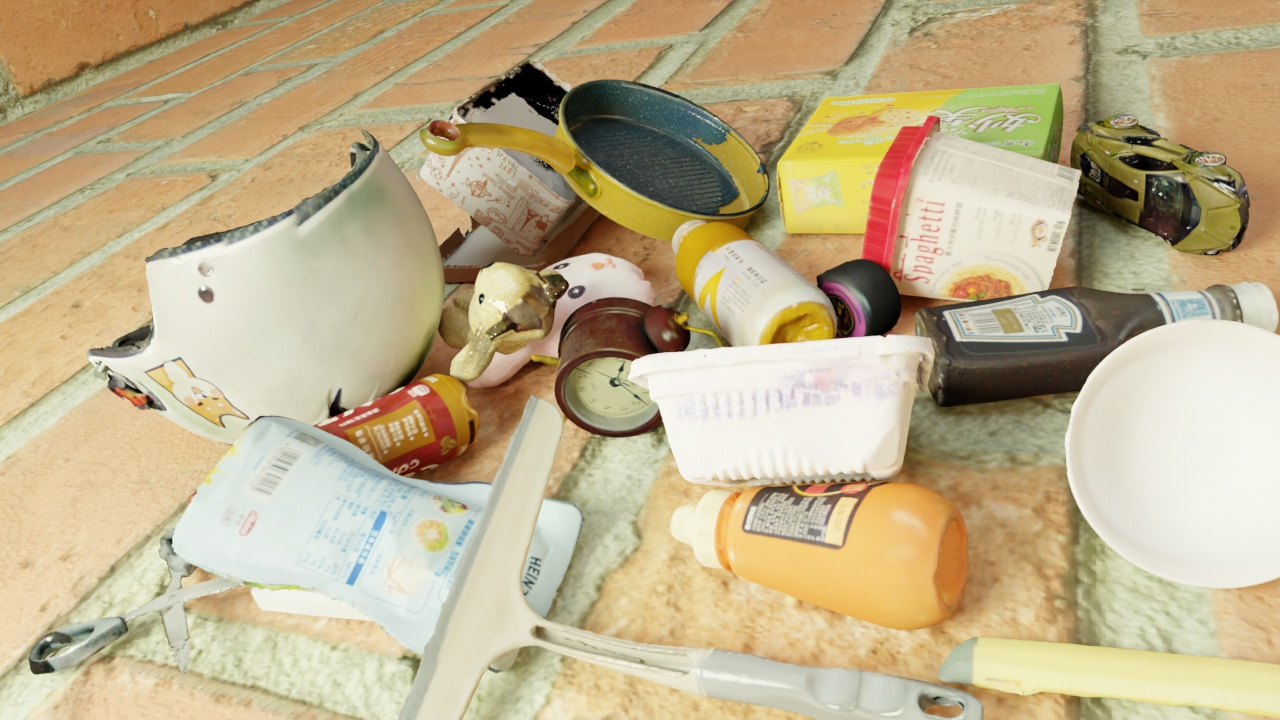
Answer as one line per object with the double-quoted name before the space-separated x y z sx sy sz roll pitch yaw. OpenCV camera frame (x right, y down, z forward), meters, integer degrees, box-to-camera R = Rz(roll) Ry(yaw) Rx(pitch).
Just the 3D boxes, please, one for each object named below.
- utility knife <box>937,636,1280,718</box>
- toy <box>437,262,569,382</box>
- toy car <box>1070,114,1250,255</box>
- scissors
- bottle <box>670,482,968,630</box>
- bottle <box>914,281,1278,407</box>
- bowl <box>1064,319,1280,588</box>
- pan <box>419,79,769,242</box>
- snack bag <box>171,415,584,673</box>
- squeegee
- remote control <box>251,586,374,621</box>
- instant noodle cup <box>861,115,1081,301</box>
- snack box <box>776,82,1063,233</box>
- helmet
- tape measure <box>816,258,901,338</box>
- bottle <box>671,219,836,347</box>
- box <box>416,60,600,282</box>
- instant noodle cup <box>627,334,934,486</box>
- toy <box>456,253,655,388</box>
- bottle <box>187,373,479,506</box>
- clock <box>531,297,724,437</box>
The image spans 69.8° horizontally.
"utility knife" 0.232 0.129 0.364 0.217 0.022 0.030 -5 33 27
"toy" -0.102 -0.034 0.635 0.105 0.066 0.157 -41 16 -21
"toy car" 0.368 -0.127 0.661 0.042 0.070 0.158 -19 32 -7
"scissors" -0.271 0.137 0.534 0.179 0.014 0.159 -19 26 8
"bottle" 0.080 0.089 0.453 0.150 0.067 0.066 1 35 36
"bottle" 0.270 -0.015 0.552 0.195 0.044 0.079 -8 33 8
"bowl" 0.257 0.043 0.433 0.118 0.118 0.064 -6 -6 13
"pan" -0.031 -0.170 0.750 0.356 0.078 0.197 -20 58 -42
"snack bag" -0.134 0.093 0.489 0.191 0.039 0.110 20 36 1
"squeegee" 0.024 0.137 0.417 0.247 0.039 0.245 5 54 19
"remote control" -0.162 0.123 0.525 0.125 0.024 0.048 -1 35 19
"instant noodle cup" 0.229 -0.096 0.639 0.124 0.116 0.116 15 42 22
"snack box" 0.240 -0.172 0.782 0.210 0.070 0.157 4 36 27
"helmet" -0.239 -0.024 0.649 0.275 0.157 0.229 -29 16 42
"tape measure" 0.149 -0.040 0.625 0.039 0.057 0.058 -27 26 -21
"bottle" 0.072 -0.055 0.667 0.068 0.068 0.189 -20 32 -10
"box" -0.118 -0.157 0.883 0.175 0.152 0.181 -46 7 37
"instant noodle cup" 0.078 0.033 0.470 0.138 0.060 0.173 -5 -11 15
"toy" -0.068 -0.032 0.707 0.159 0.054 0.121 -27 33 -6
"bottle" -0.185 0.063 0.567 0.057 0.057 0.174 19 34 41
"clock" -0.004 0.003 0.594 0.122 0.082 0.055 -10 37 14
